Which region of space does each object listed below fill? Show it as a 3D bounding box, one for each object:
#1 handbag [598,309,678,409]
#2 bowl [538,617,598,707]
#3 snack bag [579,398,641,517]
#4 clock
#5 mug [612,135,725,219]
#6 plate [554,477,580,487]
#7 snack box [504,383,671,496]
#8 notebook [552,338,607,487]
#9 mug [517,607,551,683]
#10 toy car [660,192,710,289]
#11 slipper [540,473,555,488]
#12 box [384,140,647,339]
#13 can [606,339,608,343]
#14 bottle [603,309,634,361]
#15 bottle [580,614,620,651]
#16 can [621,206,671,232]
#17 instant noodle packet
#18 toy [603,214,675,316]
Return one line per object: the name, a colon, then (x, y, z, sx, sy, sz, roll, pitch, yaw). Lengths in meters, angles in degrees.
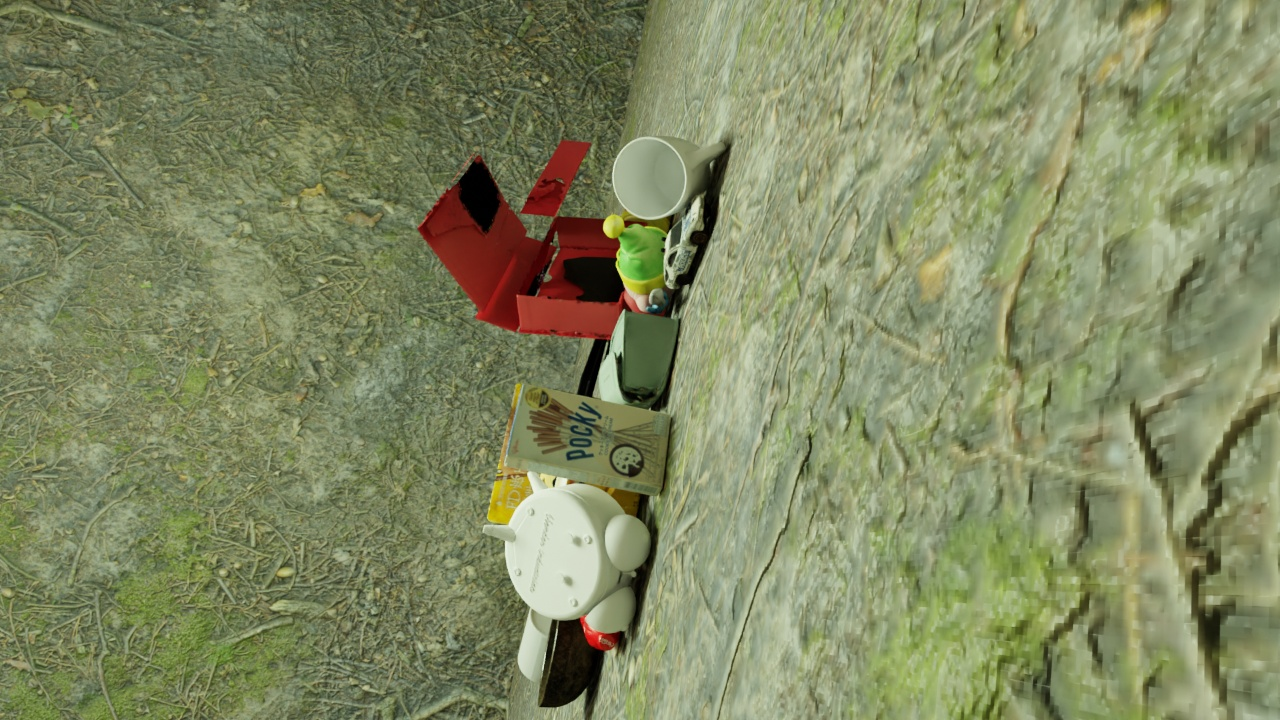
handbag: (-0.006, 0.006, 1.010, 0.122, 0.067, 0.106, 126, 154, -74)
bowl: (-0.079, 0.342, 1.062, 0.121, 0.056, 0.121, -170, 92, -84)
snack bag: (-0.042, 0.147, 1.051, 0.247, 0.068, 0.160, -108, 31, -77)
clock: (-0.071, 0.185, 0.881, 0.072, 0.161, 0.125, -1, -74, -56)
mug: (0.040, -0.196, 0.935, 0.087, 0.114, 0.081, -32, -80, -61)
plate: (-0.085, 0.153, 1.029, 0.187, 0.016, 0.187, -114, 36, -79)
snack box: (-0.049, 0.076, 0.877, 0.026, 0.150, 0.081, 113, 167, -56)
notebook: (-0.074, 0.050, 1.223, 0.231, 0.019, 0.169, -77, 2, -65)
mug: (-0.115, 0.394, 1.254, 0.112, 0.078, 0.097, 53, 138, 43)
toy car: (0.043, -0.121, 0.931, 0.113, 0.040, 0.048, 111, 168, -51)
slipper: (-0.097, 0.218, 1.227, 0.078, 0.099, 0.263, -54, 18, 14)
box: (-0.149, -0.135, 1.158, 0.210, 0.315, 0.124, -73, 9, -52)
can: (-0.027, -0.103, 1.386, 0.067, 0.067, 0.169, 109, 170, -49)
bottle: (-0.018, -0.034, 1.275, 0.072, 0.046, 0.161, -94, 17, -68)
bottle: (-0.040, 0.274, 0.941, 0.119, 0.036, 0.036, 160, 122, -82)
can: (0.014, -0.229, 1.258, 0.068, 0.067, 0.105, 124, 157, -74)
instant noodle packet: (-0.131, 0.158, 1.374, 0.084, 0.163, 0.221, 111, 169, -52)
toy: (0.000, -0.105, 1.021, 0.132, 0.097, 0.124, 111, 166, -67)
